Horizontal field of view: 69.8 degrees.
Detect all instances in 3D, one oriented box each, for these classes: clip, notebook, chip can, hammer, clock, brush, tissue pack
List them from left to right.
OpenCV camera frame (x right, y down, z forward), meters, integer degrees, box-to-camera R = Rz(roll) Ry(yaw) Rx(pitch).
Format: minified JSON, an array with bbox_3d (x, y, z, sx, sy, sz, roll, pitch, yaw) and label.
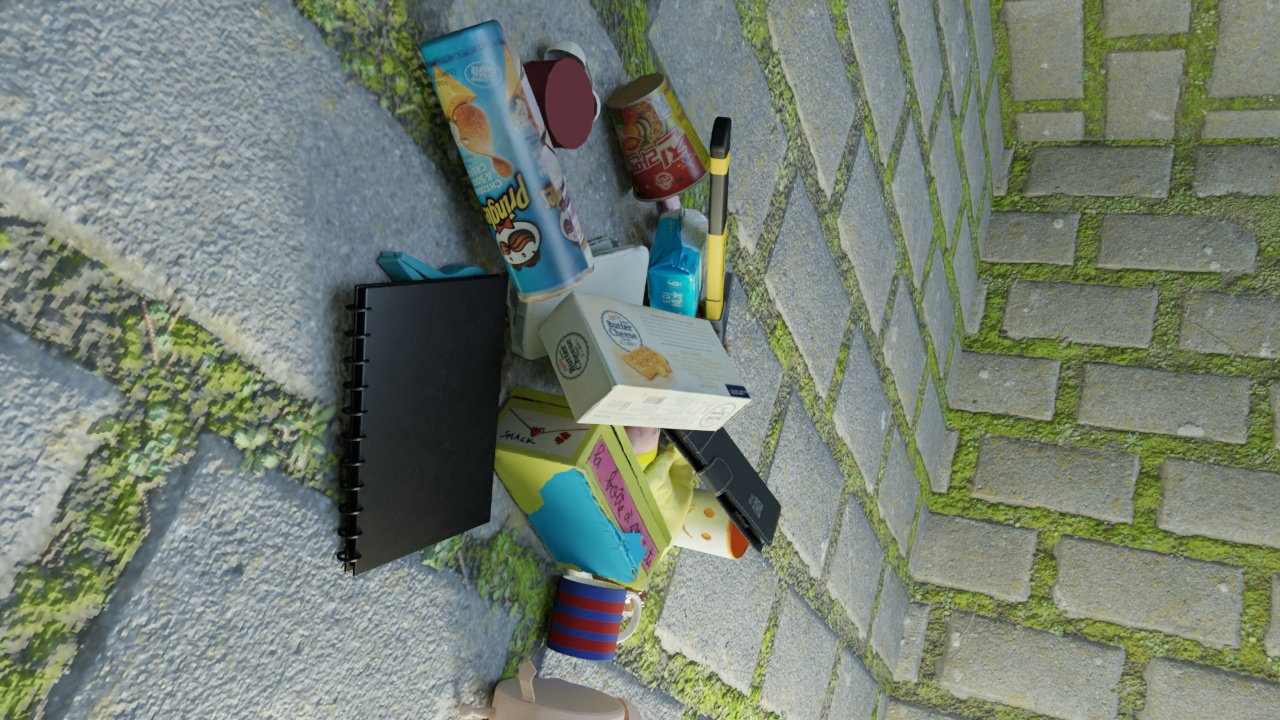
[{"bbox_3d":[-0.178,0.048,0.761,0.168,0.019,0.231,-14,114,-56],"label":"notebook"},{"bbox_3d":[-0.165,-0.060,0.786,0.118,0.033,0.120,-45,135,-44],"label":"clip"},{"bbox_3d":[-0.109,-0.167,0.781,0.079,0.080,0.230,-48,127,-46],"label":"chip can"},{"bbox_3d":[-0.079,-0.251,0.880,0.124,0.044,0.087,-59,143,-36],"label":"clock"},{"bbox_3d":[-0.080,0.347,0.914,0.160,0.131,0.086,37,64,-57],"label":"clock"},{"bbox_3d":[0.043,-0.107,1.082,0.145,0.062,0.092,87,16,-58],"label":"tissue pack"},{"bbox_3d":[0.105,-0.027,1.260,0.017,0.048,0.126,-24,127,-9],"label":"brush"},{"bbox_3d":[0.087,-0.132,1.042,0.325,0.034,0.169,87,14,-48],"label":"hammer"},{"bbox_3d":[0.102,0.130,1.151,0.209,0.029,0.169,50,17,2],"label":"notebook"}]

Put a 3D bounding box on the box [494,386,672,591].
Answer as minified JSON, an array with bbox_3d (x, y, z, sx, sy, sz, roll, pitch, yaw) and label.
[{"bbox_3d":[-0.058,0.133,0.921,0.079,0.125,0.221,-60,142,-32],"label":"box"}]

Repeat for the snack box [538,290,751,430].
[{"bbox_3d":[0.008,0.005,0.866,0.207,0.058,0.104,8,48,-50],"label":"snack box"}]

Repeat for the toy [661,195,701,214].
[{"bbox_3d":[0.053,-0.165,1.133,0.110,0.047,0.063,49,32,-48],"label":"toy"}]

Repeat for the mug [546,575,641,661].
[{"bbox_3d":[-0.045,0.284,1.009,0.111,0.075,0.076,19,79,-40],"label":"mug"}]

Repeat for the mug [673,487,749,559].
[{"bbox_3d":[0.087,0.212,1.213,0.082,0.105,0.082,-19,112,-58],"label":"mug"}]

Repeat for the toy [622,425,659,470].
[{"bbox_3d":[-0.020,0.090,1.048,0.124,0.097,0.131,-91,162,-67],"label":"toy"}]

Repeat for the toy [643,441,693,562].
[{"bbox_3d":[0.016,0.184,1.117,0.170,0.065,0.155,-49,146,-43],"label":"toy"}]

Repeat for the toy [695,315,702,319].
[{"bbox_3d":[0.063,-0.013,1.184,0.135,0.045,0.091,3,92,-67],"label":"toy"}]

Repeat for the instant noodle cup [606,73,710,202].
[{"bbox_3d":[0.015,-0.247,1.010,0.100,0.100,0.112,-59,135,-36],"label":"instant noodle cup"}]

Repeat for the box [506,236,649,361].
[{"bbox_3d":[-0.060,-0.067,0.950,0.213,0.063,0.118,-27,122,-57],"label":"box"}]

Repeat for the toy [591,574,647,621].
[{"bbox_3d":[-0.022,0.275,1.101,0.054,0.041,0.102,-40,142,-23],"label":"toy"}]
